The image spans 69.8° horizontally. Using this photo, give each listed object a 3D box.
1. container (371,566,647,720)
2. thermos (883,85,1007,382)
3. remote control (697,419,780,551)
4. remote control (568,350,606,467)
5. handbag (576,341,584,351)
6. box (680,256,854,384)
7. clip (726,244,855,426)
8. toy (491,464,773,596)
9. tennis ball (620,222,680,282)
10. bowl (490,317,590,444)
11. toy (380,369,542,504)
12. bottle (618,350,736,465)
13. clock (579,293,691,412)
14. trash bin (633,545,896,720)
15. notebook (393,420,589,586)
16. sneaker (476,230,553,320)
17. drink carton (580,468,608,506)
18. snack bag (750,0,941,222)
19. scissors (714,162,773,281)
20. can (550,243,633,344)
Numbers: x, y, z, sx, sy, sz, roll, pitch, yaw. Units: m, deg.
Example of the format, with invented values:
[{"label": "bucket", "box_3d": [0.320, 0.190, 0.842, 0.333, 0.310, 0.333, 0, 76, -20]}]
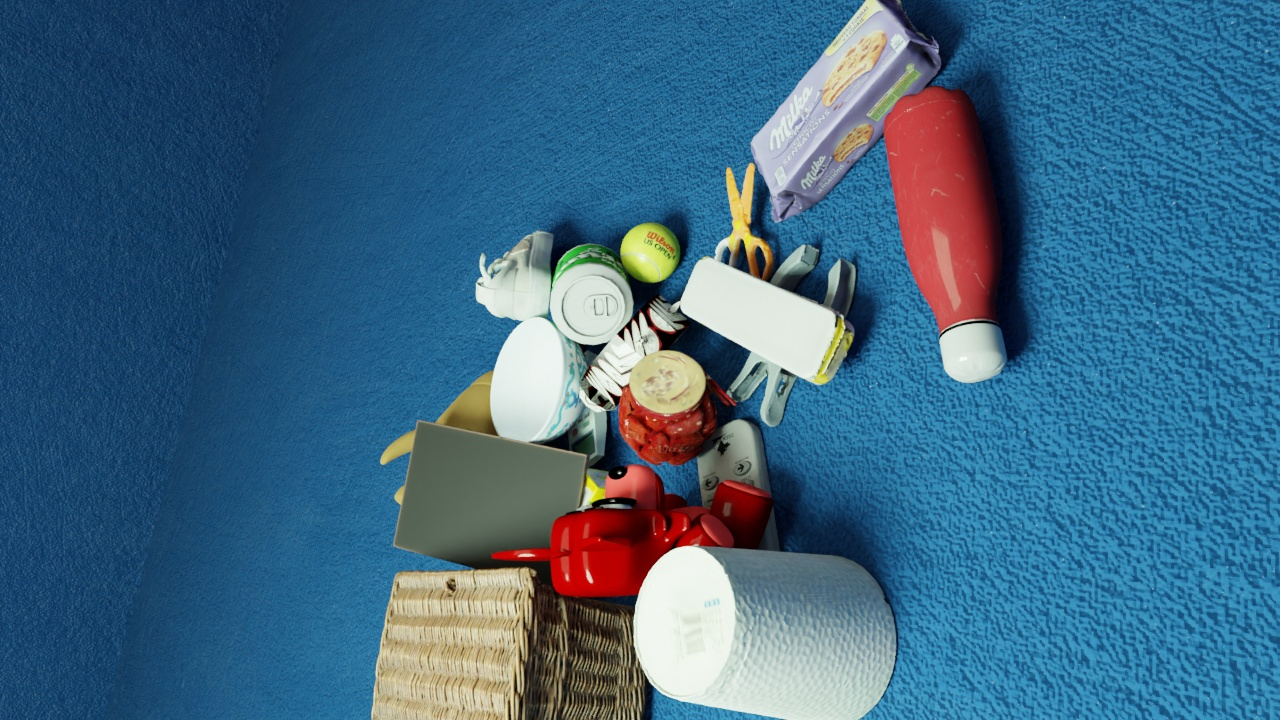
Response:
[{"label": "container", "box_3d": [-0.119, 0.297, 0.891, 0.251, 0.183, 0.162, -15, 63, 47]}, {"label": "thermos", "box_3d": [0.238, -0.096, 0.703, 0.073, 0.073, 0.239, -26, 56, 43]}, {"label": "remote control", "box_3d": [0.086, 0.130, 0.841, 0.074, 0.019, 0.150, -32, 52, 40]}, {"label": "remote control", "box_3d": [-0.061, 0.057, 1.053, 0.050, 0.024, 0.143, -37, 47, 37]}, {"label": "handbag", "box_3d": [-0.111, -0.020, 1.152, 0.120, 0.029, 0.055, -13, 67, 54]}, {"label": "box", "box_3d": [0.110, -0.040, 0.834, 0.209, 0.033, 0.064, 34, 102, 53]}, {"label": "clip", "box_3d": [0.125, -0.032, 0.858, 0.167, 0.028, 0.127, -62, 36, 10]}, {"label": "toy", "box_3d": [-0.001, 0.149, 0.766, 0.159, 0.197, 0.120, -17, 70, 49]}, {"label": "tennis ball", "box_3d": [0.011, -0.118, 1.004, 0.065, 0.065, 0.065, -25, 57, 44]}, {"label": "bowl", "box_3d": [-0.098, 0.030, 1.022, 0.144, 0.074, 0.143, -20, 64, 47]}, {"label": "toy", "box_3d": [-0.188, 0.104, 1.104, 0.163, 0.198, 0.202, -27, 34, 60]}, {"label": "bottle", "box_3d": [0.030, 0.046, 0.868, 0.111, 0.099, 0.098, 90, 168, -53]}, {"label": "clock", "box_3d": [-0.006, 0.005, 0.952, 0.114, 0.065, 0.155, -46, -2, -42]}, {"label": "trash bin", "box_3d": [0.089, 0.203, 0.689, 0.134, 0.161, 0.133, -25, 57, 44]}, {"label": "notebook", "box_3d": [-0.161, 0.150, 0.971, 0.209, 0.008, 0.141, 9, 87, 22]}, {"label": "sneaker", "box_3d": [-0.155, -0.108, 1.121, 0.242, 0.090, 0.090, -103, 19, -70]}, {"label": "drink carton", "box_3d": [-0.064, 0.182, 0.975, 0.043, 0.058, 0.135, 44, 111, 45]}, {"label": "snack bag", "box_3d": [0.182, -0.227, 0.843, 0.206, 0.058, 0.096, -49, 38, 32]}, {"label": "scissors", "box_3d": [0.095, -0.134, 0.920, 0.097, 0.012, 0.133, -20, 79, 52]}, {"label": "can", "box_3d": [-0.054, -0.076, 1.014, 0.088, 0.088, 0.139, -60, 12, 14]}]
